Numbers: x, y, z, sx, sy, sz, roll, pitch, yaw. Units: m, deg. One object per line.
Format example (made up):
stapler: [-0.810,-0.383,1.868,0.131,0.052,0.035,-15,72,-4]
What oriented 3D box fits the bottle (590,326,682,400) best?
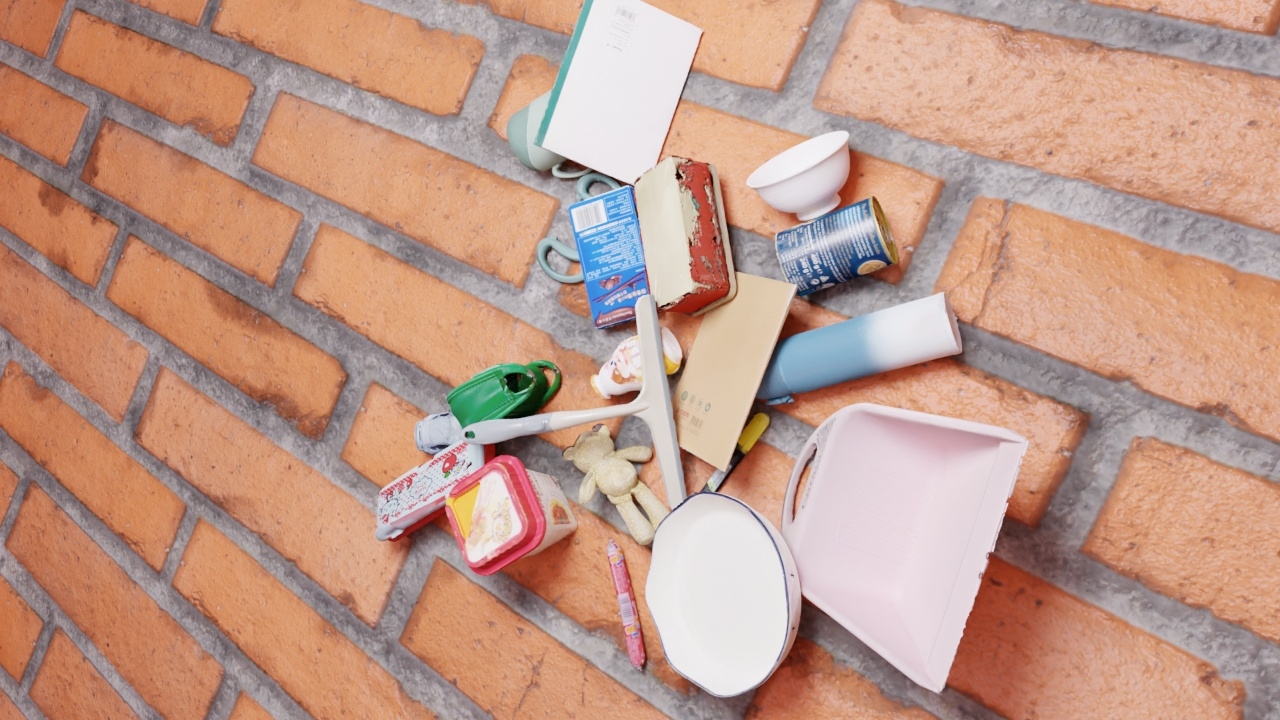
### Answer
bottle: [-0.006,0.006,1.072,0.109,0.063,0.063,-33,68,20]

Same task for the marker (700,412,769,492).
marker: [0.104,0.109,1.025,0.018,0.015,0.124,42,105,28]

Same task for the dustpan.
dustpan: [0.216,0.149,0.853,0.139,0.273,0.222,19,88,4]

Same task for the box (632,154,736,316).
box: [0.043,-0.142,1.044,0.092,0.079,0.168,-25,69,50]

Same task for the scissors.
scissors: [-0.065,-0.142,1.154,0.178,0.019,0.173,-33,71,18]

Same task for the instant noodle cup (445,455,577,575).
instant noodle cup: [-0.147,0.183,1.084,0.117,0.124,0.116,-34,67,19]

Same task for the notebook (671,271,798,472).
notebook: [0.092,0.005,1.008,0.148,0.008,0.207,24,94,61]

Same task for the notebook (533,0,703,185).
notebook: [-0.025,-0.331,1.109,0.150,0.012,0.209,20,92,-15]

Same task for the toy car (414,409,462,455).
toy car: [-0.242,0.092,1.201,0.121,0.036,0.054,-11,76,23]

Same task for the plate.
plate: [0.088,0.242,0.962,0.205,0.045,0.204,-9,78,48]

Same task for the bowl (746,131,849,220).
bowl: [0.182,-0.192,0.994,0.118,0.118,0.065,-22,110,24]

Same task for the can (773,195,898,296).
can: [0.206,-0.119,0.972,0.111,0.075,0.075,-19,73,25]

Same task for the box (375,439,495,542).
box: [-0.268,0.165,1.171,0.202,0.048,0.087,-31,41,27]

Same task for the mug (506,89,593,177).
mug: [-0.102,-0.283,1.168,0.106,0.082,0.112,-24,103,22]

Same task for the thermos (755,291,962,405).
thermos: [0.217,-0.009,0.956,0.221,0.070,0.070,-17,74,26]

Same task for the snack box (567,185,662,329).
snack box: [-0.030,-0.123,1.110,0.085,0.026,0.157,-15,85,21]

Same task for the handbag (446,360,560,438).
handbag: [-0.162,0.045,1.113,0.120,0.131,0.068,-32,81,13]

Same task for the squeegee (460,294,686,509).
squeegee: [-0.087,0.066,1.020,0.247,0.039,0.246,-9,89,7]

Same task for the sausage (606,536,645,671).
sausage: [-0.016,0.280,1.058,0.020,0.020,0.155,-21,73,24]

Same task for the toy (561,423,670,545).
toy: [-0.023,0.145,1.066,0.105,0.066,0.157,-34,68,-16]
